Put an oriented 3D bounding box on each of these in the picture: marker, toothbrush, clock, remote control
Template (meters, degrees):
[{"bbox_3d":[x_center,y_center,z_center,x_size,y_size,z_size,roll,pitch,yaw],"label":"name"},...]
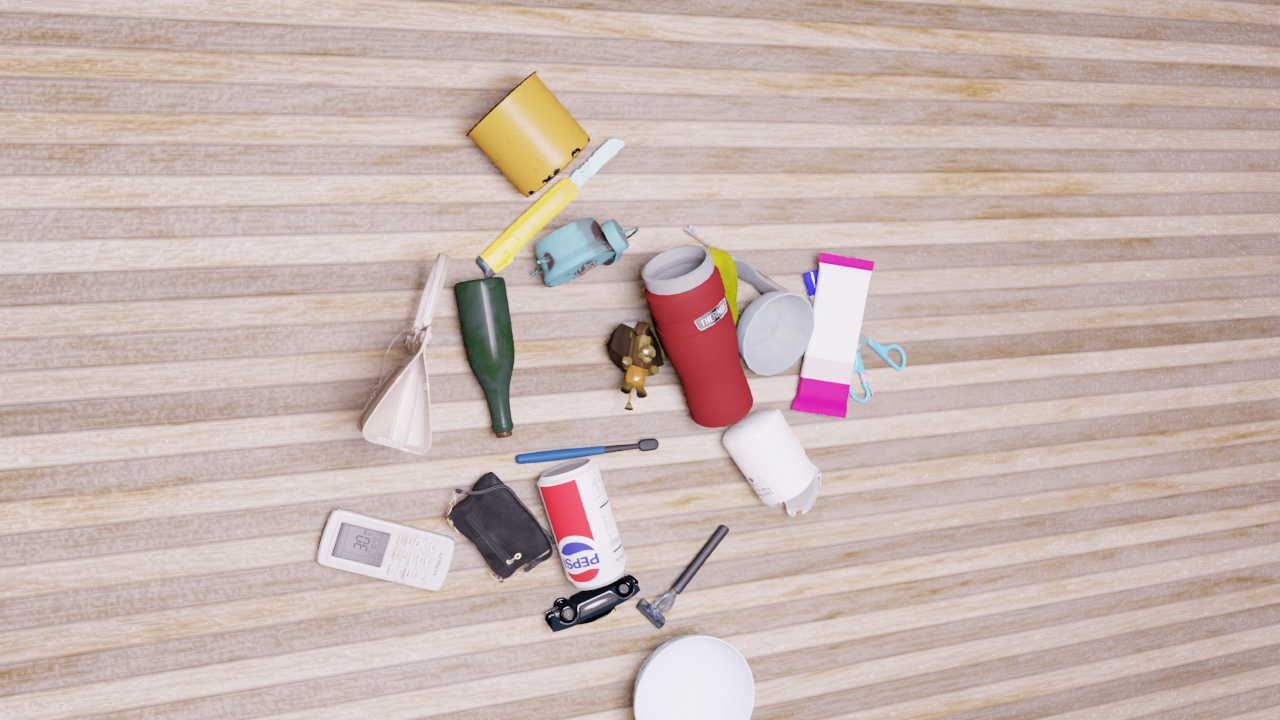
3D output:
[{"bbox_3d":[0.230,-0.042,1.142,0.020,0.020,0.141,-19,96,-17],"label":"marker"},{"bbox_3d":[-0.060,0.104,1.052,0.167,0.014,0.014,-5,81,-15],"label":"toothbrush"},{"bbox_3d":[0.127,-0.107,1.108,0.185,0.022,0.024,32,81,-15],"label":"toothbrush"},{"bbox_3d":[-0.059,-0.124,1.012,0.124,0.090,0.053,-27,89,-15],"label":"clock"},{"bbox_3d":[-0.270,0.202,0.980,0.138,0.025,0.060,18,85,-17],"label":"remote control"}]

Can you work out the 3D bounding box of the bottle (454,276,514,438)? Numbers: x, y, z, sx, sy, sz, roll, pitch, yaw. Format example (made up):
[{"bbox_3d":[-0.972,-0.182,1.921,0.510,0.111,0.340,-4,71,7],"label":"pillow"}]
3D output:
[{"bbox_3d":[-0.162,-0.002,0.998,0.055,0.055,0.174,-10,95,-18],"label":"bottle"}]

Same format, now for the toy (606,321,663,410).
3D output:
[{"bbox_3d":[-0.006,0.006,1.041,0.076,0.063,0.100,18,66,-35],"label":"toy"}]

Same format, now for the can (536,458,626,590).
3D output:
[{"bbox_3d":[-0.064,0.182,1.023,0.070,0.070,0.132,-19,96,-17],"label":"can"}]

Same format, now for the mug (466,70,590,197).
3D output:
[{"bbox_3d":[-0.114,-0.246,0.993,0.094,0.101,0.123,47,36,-15],"label":"mug"}]

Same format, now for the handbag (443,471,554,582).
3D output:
[{"bbox_3d":[-0.155,0.184,1.004,0.079,0.054,0.128,-41,105,-9],"label":"handbag"}]

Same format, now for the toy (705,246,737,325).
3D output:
[{"bbox_3d":[0.076,-0.077,1.074,0.090,0.051,0.110,-18,100,-19],"label":"toy"}]

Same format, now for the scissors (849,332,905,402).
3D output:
[{"bbox_3d":[0.293,-0.021,1.166,0.111,0.015,0.141,-15,101,-17],"label":"scissors"}]

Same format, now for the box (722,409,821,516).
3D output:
[{"bbox_3d":[0.166,0.124,1.095,0.089,0.080,0.143,-39,104,-30],"label":"box"}]

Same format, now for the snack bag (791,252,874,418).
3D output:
[{"bbox_3d":[0.235,-0.030,1.125,0.070,0.016,0.196,8,95,-5],"label":"snack bag"}]

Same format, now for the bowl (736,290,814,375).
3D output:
[{"bbox_3d":[0.154,-0.038,1.095,0.106,0.039,0.106,-15,122,-27],"label":"bowl"}]

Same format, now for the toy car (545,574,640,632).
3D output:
[{"bbox_3d":[-0.054,0.276,1.041,0.112,0.046,0.034,-21,96,-15],"label":"toy car"}]

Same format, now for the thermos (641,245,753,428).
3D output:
[{"bbox_3d":[0.058,-0.027,1.030,0.083,0.108,0.199,-39,126,-27],"label":"thermos"}]

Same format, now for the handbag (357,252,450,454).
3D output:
[{"bbox_3d":[-0.223,-0.012,0.916,0.062,0.176,0.197,18,83,-17],"label":"handbag"}]

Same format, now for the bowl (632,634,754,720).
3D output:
[{"bbox_3d":[0.051,0.380,1.061,0.143,0.074,0.144,0,91,-18],"label":"bowl"}]

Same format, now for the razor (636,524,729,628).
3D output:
[{"bbox_3d":[0.057,0.252,1.089,0.043,0.022,0.144,45,78,-15],"label":"razor"}]

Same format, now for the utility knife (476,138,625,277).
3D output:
[{"bbox_3d":[-0.098,-0.176,1.034,0.223,0.019,0.030,-44,109,-8],"label":"utility knife"}]
